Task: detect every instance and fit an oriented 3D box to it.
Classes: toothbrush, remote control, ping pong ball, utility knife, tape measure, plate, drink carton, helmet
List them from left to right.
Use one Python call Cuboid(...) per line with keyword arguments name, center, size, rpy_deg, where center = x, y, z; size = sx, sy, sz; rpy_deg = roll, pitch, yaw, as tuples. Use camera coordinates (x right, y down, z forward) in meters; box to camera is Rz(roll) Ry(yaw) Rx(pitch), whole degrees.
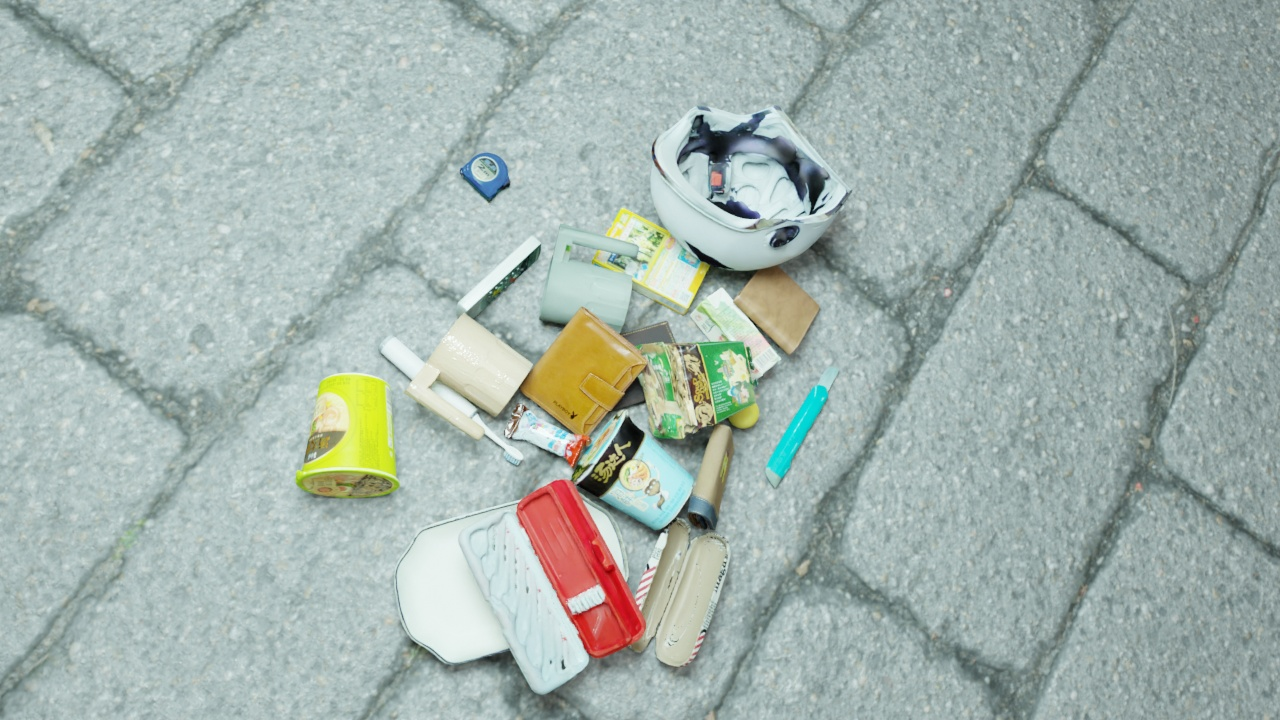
Cuboid(name="toothbrush", center=(-0.227, 0.049, 1.111), size=(0.221, 0.026, 0.026), rpy_deg=(41, 36, 2))
Cuboid(name="tape measure", center=(-0.199, -0.242, 1.196), size=(0.058, 0.025, 0.054), rpy_deg=(45, 70, 0))
Cuboid(name="remote control", center=(-0.176, -0.099, 1.145), size=(0.019, 0.056, 0.135), rpy_deg=(43, 71, 3))
Cuboid(name="plate", center=(-0.148, 0.249, 1.066), size=(0.265, 0.034, 0.162), rpy_deg=(-14, 77, -13))
Cuboid(name="helmet", center=(0.121, -0.202, 1.168), size=(0.258, 0.146, 0.229), rpy_deg=(-21, 59, -29))
Cuboid(name="drink carton", center=(0.123, -0.031, 1.180), size=(0.045, 0.054, 0.122), rpy_deg=(-36, 83, -21))
Cuboid(name="ping pong ball", center=(0.130, 0.066, 1.161), size=(0.040, 0.040, 0.040), rpy_deg=(3, 74, -9))
Cuboid(name="utility knife", center=(0.210, 0.082, 1.185), size=(0.029, 0.013, 0.184), rpy_deg=(35, 73, -3))

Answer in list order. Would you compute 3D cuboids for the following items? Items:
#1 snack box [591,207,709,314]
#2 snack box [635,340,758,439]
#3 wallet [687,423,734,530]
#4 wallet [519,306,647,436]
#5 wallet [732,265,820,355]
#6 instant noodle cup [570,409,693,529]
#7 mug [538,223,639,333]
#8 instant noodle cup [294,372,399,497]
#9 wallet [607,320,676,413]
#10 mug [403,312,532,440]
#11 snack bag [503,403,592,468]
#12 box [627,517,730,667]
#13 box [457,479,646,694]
Cuboid(name="snack box", center=(0.016, -0.130, 1.200), size=(0.140, 0.034, 0.086), rpy_deg=(28, 72, -3))
Cuboid(name="snack box", center=(0.070, 0.027, 1.115), size=(0.105, 0.118, 0.118), rpy_deg=(-13, 94, -26))
Cuboid(name="wallet", center=(0.086, 0.142, 1.109), size=(0.033, 0.090, 0.115), rpy_deg=(12, 70, 13))
Cuboid(name="wallet", center=(-0.064, 0.020, 1.117), size=(0.119, 0.035, 0.131), rpy_deg=(39, 104, 1))
Cuboid(name="wallet", center=(0.180, -0.073, 1.193), size=(0.101, 0.020, 0.115), rpy_deg=(44, 44, -3))
Cuboid(name="instant noodle cup", center=(-0.004, 0.136, 1.089), size=(0.120, 0.111, 0.111), rpy_deg=(36, 72, -7))
Cuboid(name="mug", center=(-0.064, -0.098, 1.138), size=(0.103, 0.083, 0.124), rpy_deg=(13, 111, -9))
Cuboid(name="instant noodle cup", center=(-0.330, 0.083, 1.048), size=(0.111, 0.112, 0.123), rpy_deg=(0, 66, -10))
Cuboid(name="wallet", center=(-0.007, 0.007, 1.165), size=(0.122, 0.020, 0.096), rpy_deg=(-16, 75, -13))
Cuboid(name="mug", center=(-0.201, 0.021, 1.083), size=(0.103, 0.084, 0.124), rpy_deg=(36, 56, -8))
Cuboid(name="snack bag", center=(-0.113, 0.092, 1.116), size=(0.105, 0.026, 0.045), rpy_deg=(24, 81, 7))
Cuboid(name="box", center=(0.047, 0.270, 1.072), size=(0.086, 0.075, 0.162), rpy_deg=(12, 68, 25))
Cuboid(name="box", center=(-0.098, 0.249, 1.026), size=(0.157, 0.069, 0.201), rpy_deg=(-27, 82, -12))
